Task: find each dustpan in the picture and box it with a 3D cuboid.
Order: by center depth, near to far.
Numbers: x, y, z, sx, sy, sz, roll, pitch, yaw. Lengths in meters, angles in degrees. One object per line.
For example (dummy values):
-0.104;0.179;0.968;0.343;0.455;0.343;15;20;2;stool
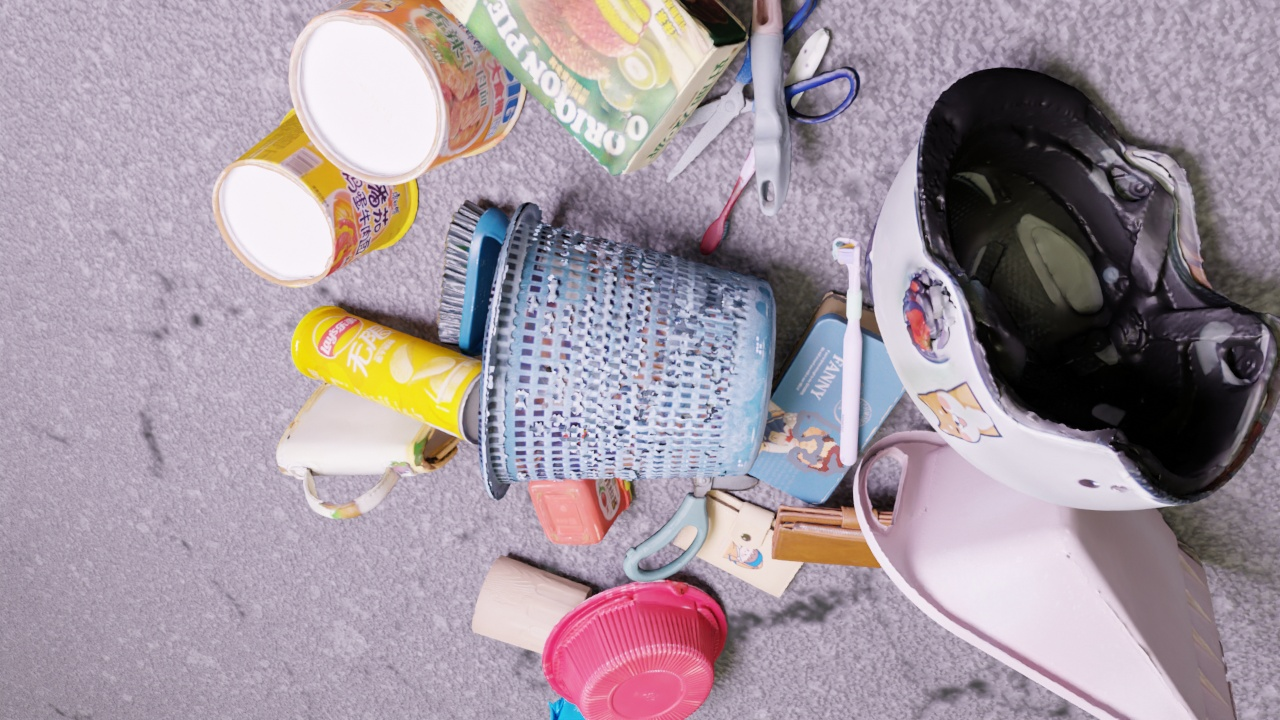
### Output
0.292;0.153;0.671;0.139;0.221;0.273;-32;101;35;dustpan

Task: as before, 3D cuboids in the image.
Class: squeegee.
0.079;-0.219;0.596;0.248;0.040;0.250;4;113;30;squeegee

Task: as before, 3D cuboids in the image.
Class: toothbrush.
0.089;-0.153;0.668;0.016;0.017;0.188;39;125;16;toothbrush
0.152;0.001;0.670;0.021;0.029;0.189;-17;122;-14;toothbrush

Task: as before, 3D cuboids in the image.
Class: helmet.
0.245;-0.028;0.580;0.274;0.229;0.157;55;151;9;helmet

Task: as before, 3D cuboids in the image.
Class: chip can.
-0.213;0.010;0.811;0.214;0.071;0.072;18;127;30;chip can

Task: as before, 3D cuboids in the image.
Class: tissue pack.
-0.043;0.446;1.067;0.140;0.063;0.090;12;126;14;tissue pack

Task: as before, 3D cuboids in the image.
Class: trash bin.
-0.004;0.004;0.697;0.195;0.226;0.227;7;124;1;trash bin

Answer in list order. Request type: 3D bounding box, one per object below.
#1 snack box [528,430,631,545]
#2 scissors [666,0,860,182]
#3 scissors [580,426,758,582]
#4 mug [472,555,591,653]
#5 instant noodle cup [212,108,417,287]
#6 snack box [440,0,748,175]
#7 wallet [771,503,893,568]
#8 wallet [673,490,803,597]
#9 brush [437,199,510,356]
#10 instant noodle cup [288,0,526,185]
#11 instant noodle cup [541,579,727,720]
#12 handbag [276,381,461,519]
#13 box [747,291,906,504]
-0.060;0.120;0.856;0.082;0.079;0.091;-4;120;23;snack box
0.072;-0.192;0.642;0.166;0.012;0.157;14;115;27;scissors
0.017;0.128;0.821;0.170;0.019;0.180;10;106;-16;scissors
-0.113;0.271;0.980;0.103;0.084;0.125;17;149;8;mug
-0.270;-0.131;0.754;0.138;0.109;0.138;9;125;14;instant noodle cup
-0.054;-0.246;0.599;0.240;0.063;0.115;45;126;5;snack box
0.180;0.150;0.778;0.131;0.035;0.119;4;149;6;wallet
0.098;0.170;0.865;0.115;0.024;0.087;27;123;5;wallet
-0.131;-0.062;0.780;0.073;0.055;0.144;22;126;9;brush
-0.174;-0.204;0.671;0.151;0.111;0.152;9;123;14;instant noodle cup
0.001;0.308;0.913;0.193;0.065;0.194;-7;126;-10;instant noodle cup
-0.252;0.084;0.843;0.163;0.178;0.063;-3;125;20;handbag
0.150;0.028;0.734;0.090;0.059;0.185;25;128;3;box
